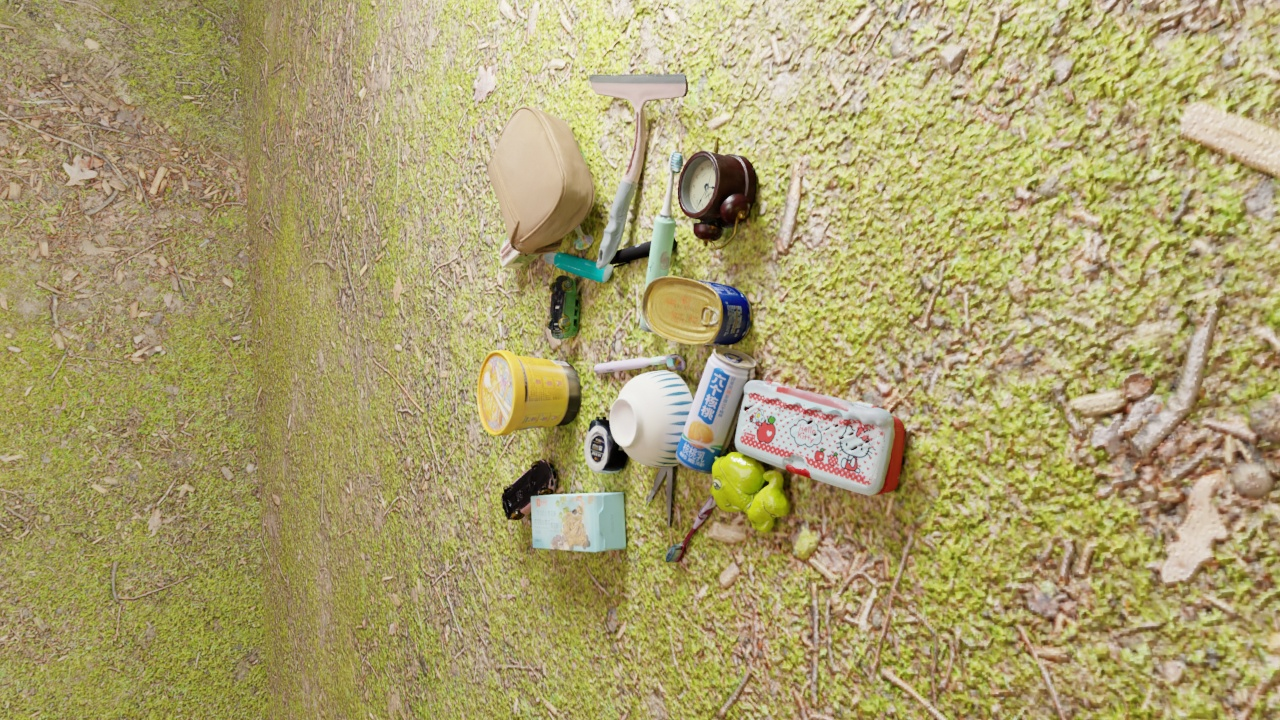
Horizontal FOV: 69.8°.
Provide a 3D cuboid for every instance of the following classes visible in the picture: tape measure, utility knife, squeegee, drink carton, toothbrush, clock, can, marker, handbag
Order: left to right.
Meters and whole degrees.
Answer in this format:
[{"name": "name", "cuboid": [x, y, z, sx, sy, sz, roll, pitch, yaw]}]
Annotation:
[{"name": "drink carton", "cuboid": [-0.172, -0.184, 1.389, 0.123, 0.045, 0.053, -27, 68, 52]}, {"name": "handbag", "cuboid": [-0.138, -0.249, 1.283, 0.148, 0.099, 0.204, -42, 51, 30]}, {"name": "toothbrush", "cuboid": [-0.108, -0.233, 1.325, 0.020, 0.029, 0.189, 70, 178, -57]}, {"name": "utility knife", "cuboid": [-0.091, -0.136, 1.300, 0.187, 0.013, 0.029, 23, 105, 51]}, {"name": "tape measure", "cuboid": [-0.045, 0.116, 1.209, 0.066, 0.033, 0.066, 35, 115, 52]}, {"name": "squeegee", "cuboid": [-0.019, -0.238, 1.179, 0.248, 0.040, 0.250, 28, 110, 56]}, {"name": "toothbrush", "cuboid": [-0.007, 0.007, 1.173, 0.190, 0.029, 0.021, -6, 43, 56]}, {"name": "marker", "cuboid": [0.000, -0.138, 1.168, 0.132, 0.020, 0.022, -6, 97, 55]}, {"name": "toothbrush", "cuboid": [0.026, -0.139, 1.095, 0.027, 0.026, 0.225, 37, 128, 46]}, {"name": "can", "cuboid": [0.062, -0.056, 1.051, 0.148, 0.049, 0.074, 16, 102, 54]}, {"name": "toothbrush", "cuboid": [0.072, 0.171, 1.054, 0.016, 0.017, 0.188, 58, 133, 39]}, {"name": "can", "cuboid": [0.083, 0.055, 1.012, 0.053, 0.053, 0.135, 42, 122, 47]}, {"name": "clock", "cuboid": [0.086, -0.180, 1.016, 0.082, 0.055, 0.121, -33, 59, 48]}]

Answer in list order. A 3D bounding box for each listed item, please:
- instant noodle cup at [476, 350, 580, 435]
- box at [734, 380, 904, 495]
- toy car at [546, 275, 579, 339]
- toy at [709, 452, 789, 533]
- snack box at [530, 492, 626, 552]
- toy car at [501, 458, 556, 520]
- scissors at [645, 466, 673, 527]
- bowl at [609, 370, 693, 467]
[{"name": "instant noodle cup", "cuboid": [-0.156, 0.046, 1.297, 0.119, 0.114, 0.118, -2, 87, 55]}, {"name": "box", "cuboid": [0.167, 0.071, 0.901, 0.201, 0.046, 0.086, 13, 99, 55]}, {"name": "toy car", "cuboid": [-0.108, -0.075, 1.302, 0.043, 0.036, 0.091, 3, 92, 56]}, {"name": "toy", "cuboid": [0.115, 0.137, 0.980, 0.100, 0.031, 0.097, 56, 131, 26]}, {"name": "snack box", "cuboid": [-0.087, 0.219, 1.247, 0.175, 0.051, 0.074, -13, 79, 53]}, {"name": "toy car", "cuboid": [-0.164, 0.195, 1.373, 0.123, 0.037, 0.056, -41, 58, 31]}, {"name": "scissors", "cuboid": [0.039, 0.109, 1.111, 0.160, 0.014, 0.177, -35, 63, 51]}, {"name": "bowl", "cuboid": [0.006, 0.071, 1.086, 0.117, 0.066, 0.116, 3, 94, 56]}]
